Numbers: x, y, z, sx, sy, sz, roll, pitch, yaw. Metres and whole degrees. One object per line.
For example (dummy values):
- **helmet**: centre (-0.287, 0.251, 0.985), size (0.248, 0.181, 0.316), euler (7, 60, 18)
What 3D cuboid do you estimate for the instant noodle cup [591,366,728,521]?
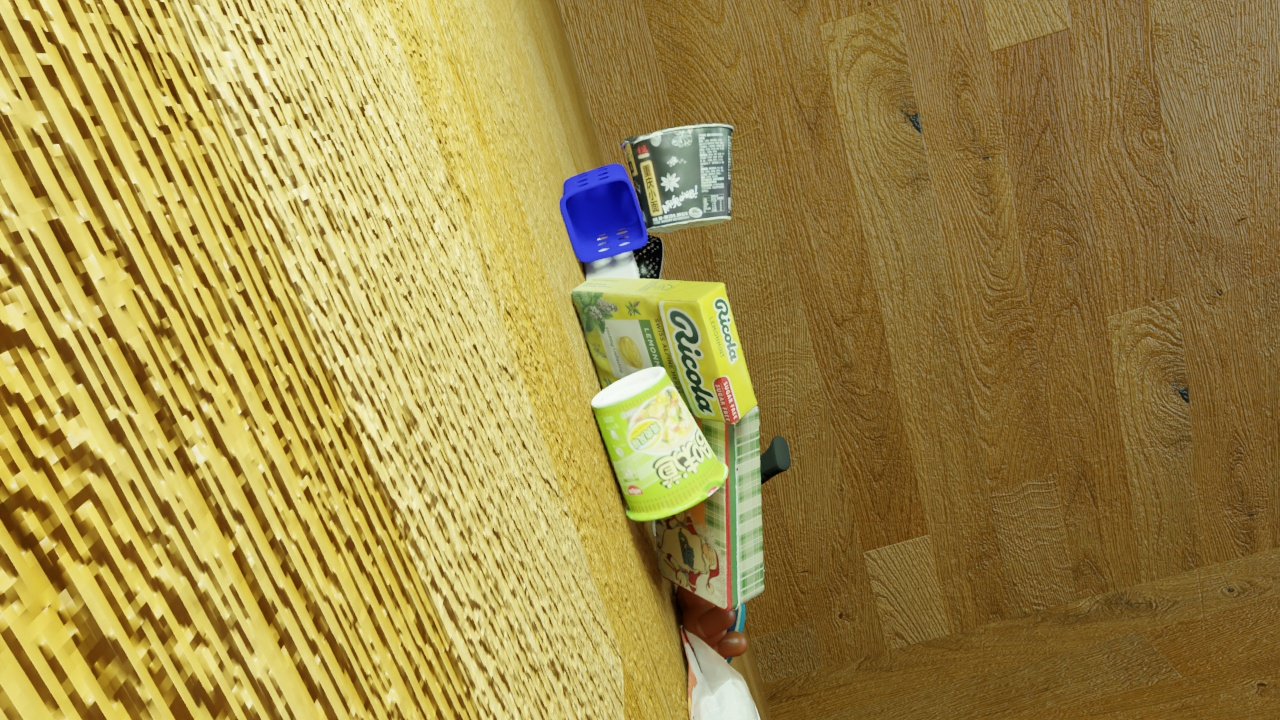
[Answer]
- **instant noodle cup**: centre (0.011, 0.069, 0.797), size (0.099, 0.099, 0.108), euler (-90, 155, -78)

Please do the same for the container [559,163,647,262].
- **container**: centre (-0.044, -0.175, 1.072), size (0.113, 0.085, 0.084), euler (-101, 174, -69)

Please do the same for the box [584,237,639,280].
- **box**: centre (-0.027, -0.076, 1.043), size (0.209, 0.064, 0.037), euler (-101, 174, -53)

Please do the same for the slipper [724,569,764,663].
- **slipper**: centre (0.112, 0.300, 1.169), size (0.294, 0.060, 0.118), euler (-99, -149, -80)

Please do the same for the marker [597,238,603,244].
- **marker**: centre (-0.053, -0.130, 1.255), size (0.133, 0.020, 0.017), euler (-102, -176, -54)

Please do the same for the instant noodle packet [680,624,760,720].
- **instant noodle packet**: centre (0.083, 0.378, 0.892), size (0.221, 0.084, 0.164), euler (-133, -156, -71)

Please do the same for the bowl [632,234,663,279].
- **bowl**: centre (-0.019, -0.122, 1.290), size (0.120, 0.066, 0.120), euler (-168, -89, -76)

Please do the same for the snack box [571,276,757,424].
- **snack box**: centre (0.013, -0.013, 0.834), size (0.181, 0.045, 0.121), euler (10, -55, 46)

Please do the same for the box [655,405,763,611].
- **box**: centre (0.061, 0.131, 0.894), size (0.118, 0.050, 0.206), euler (15, -68, 46)

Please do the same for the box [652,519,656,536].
- **box**: centre (0.034, 0.124, 1.003), size (0.125, 0.084, 0.156), euler (-101, 171, -58)

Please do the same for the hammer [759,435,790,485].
- **hammer**: centre (0.104, 0.164, 1.156), size (0.324, 0.029, 0.127), euler (134, -45, -61)

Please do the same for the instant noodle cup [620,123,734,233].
- **instant noodle cup**: centre (0.051, -0.215, 1.102), size (0.137, 0.137, 0.112), euler (-60, 142, -85)

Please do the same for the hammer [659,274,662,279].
- **hammer**: centre (0.021, -0.004, 1.341), size (0.317, 0.083, 0.163), euler (-100, 173, -64)

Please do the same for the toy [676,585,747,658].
- **toy**: centre (0.072, 0.275, 1.028), size (0.127, 0.065, 0.095), euler (-112, -173, -66)
